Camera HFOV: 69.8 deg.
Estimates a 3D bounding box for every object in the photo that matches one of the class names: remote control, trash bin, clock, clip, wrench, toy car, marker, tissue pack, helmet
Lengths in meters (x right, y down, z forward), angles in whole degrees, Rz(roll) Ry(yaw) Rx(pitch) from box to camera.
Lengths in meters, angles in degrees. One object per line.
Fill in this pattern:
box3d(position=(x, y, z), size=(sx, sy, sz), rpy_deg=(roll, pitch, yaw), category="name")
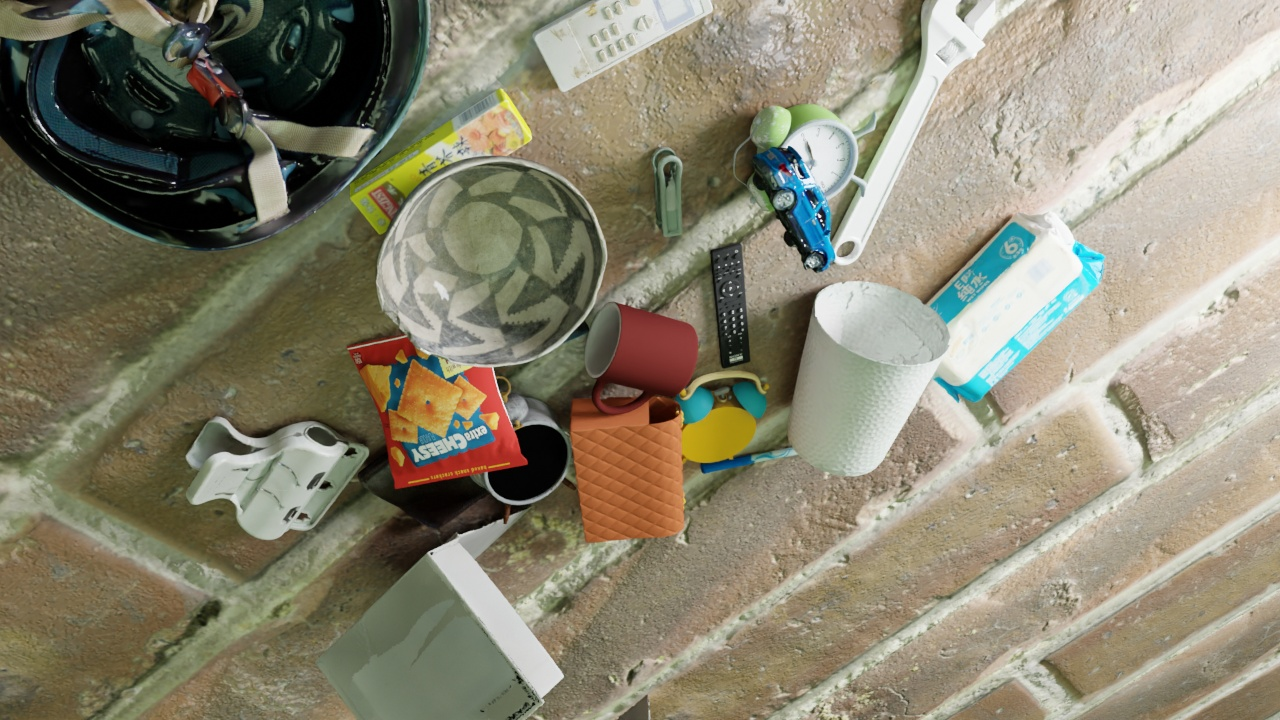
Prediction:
box3d(position=(-0.013, -0.262, 0.710), size=(0.136, 0.011, 0.050), rpy_deg=(-27, 128, 4), category="remote control")
box3d(position=(0.218, 0.024, 0.922), size=(0.133, 0.133, 0.162), rpy_deg=(-2, 130, -16), category="trash bin")
box3d(position=(0.080, 0.060, 0.957), size=(0.099, 0.043, 0.130), rpy_deg=(-4, 133, -15), category="clock")
box3d(position=(-0.121, 0.079, 0.893), size=(0.103, 0.056, 0.148), rpy_deg=(-25, 124, -19), category="clock")
box3d(position=(0.024, -0.146, 0.797), size=(0.023, 0.045, 0.076), rpy_deg=(-12, 127, -11), category="clip")
box3d(position=(0.235, -0.205, 0.827), size=(0.066, 0.018, 0.274), rpy_deg=(7, 124, -21), category="wrench")
box3d(position=(0.134, -0.127, 0.773), size=(0.043, 0.056, 0.120), rpy_deg=(-31, 127, 5), category="toy car")
box3d(position=(0.136, 0.108, 1.027), size=(0.141, 0.013, 0.013), rpy_deg=(-9, 127, -11), category="marker")
box3d(position=(0.373, -0.056, 0.947), size=(0.117, 0.066, 0.210), rpy_deg=(32, 110, -32), category="tissue pack")
box3d(position=(-0.261, -0.211, 0.570), size=(0.266, 0.166, 0.225), rpy_deg=(-33, 130, 10), category="helmet")
box3d(position=(-0.343, 0.108, 0.853), size=(0.144, 0.075, 0.125), rpy_deg=(24, 113, -41), category="clip")
box3d(position=(0.089, -0.051, 0.897), size=(0.030, 0.009, 0.140), rpy_deg=(-15, 128, -7), category="remote control")
box3d(position=(0.138, -0.177, 0.799), size=(0.119, 0.042, 0.094), rpy_deg=(-8, 126, -12), category="clock")

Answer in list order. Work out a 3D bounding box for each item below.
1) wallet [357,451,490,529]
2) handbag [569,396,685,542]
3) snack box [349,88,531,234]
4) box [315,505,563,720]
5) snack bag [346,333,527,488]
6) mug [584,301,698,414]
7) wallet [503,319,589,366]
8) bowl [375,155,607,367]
box3d(position=(-0.206, 0.115, 0.917), size=(0.099, 0.031, 0.120), rpy_deg=(-35, 133, 8), category="wallet")
box3d(position=(-0.009, 0.109, 0.945), size=(0.109, 0.060, 0.172), rpy_deg=(-2, 131, 2), category="handbag")
box3d(position=(-0.159, -0.158, 0.730), size=(0.148, 0.029, 0.040), rpy_deg=(-30, 128, 6), category="snack box")
box3d(position=(-0.187, 0.227, 0.936), size=(0.167, 0.379, 0.172), rpy_deg=(-43, 109, 15), category="box")
box3d(position=(-0.184, 0.041, 0.836), size=(0.131, 0.039, 0.144), rpy_deg=(-11, 108, 9), category="snack bag")
box3d(position=(-0.005, 0.005, 0.863), size=(0.082, 0.073, 0.106), rpy_deg=(14, 106, -26), category="mug")
box3d(position=(-0.104, -0.052, 0.827), size=(0.089, 0.026, 0.115), rpy_deg=(-24, 129, -1), category="wallet")
box3d(position=(-0.122, -0.088, 0.736), size=(0.178, 0.081, 0.179), rpy_deg=(-10, 126, -15), category="bowl")
